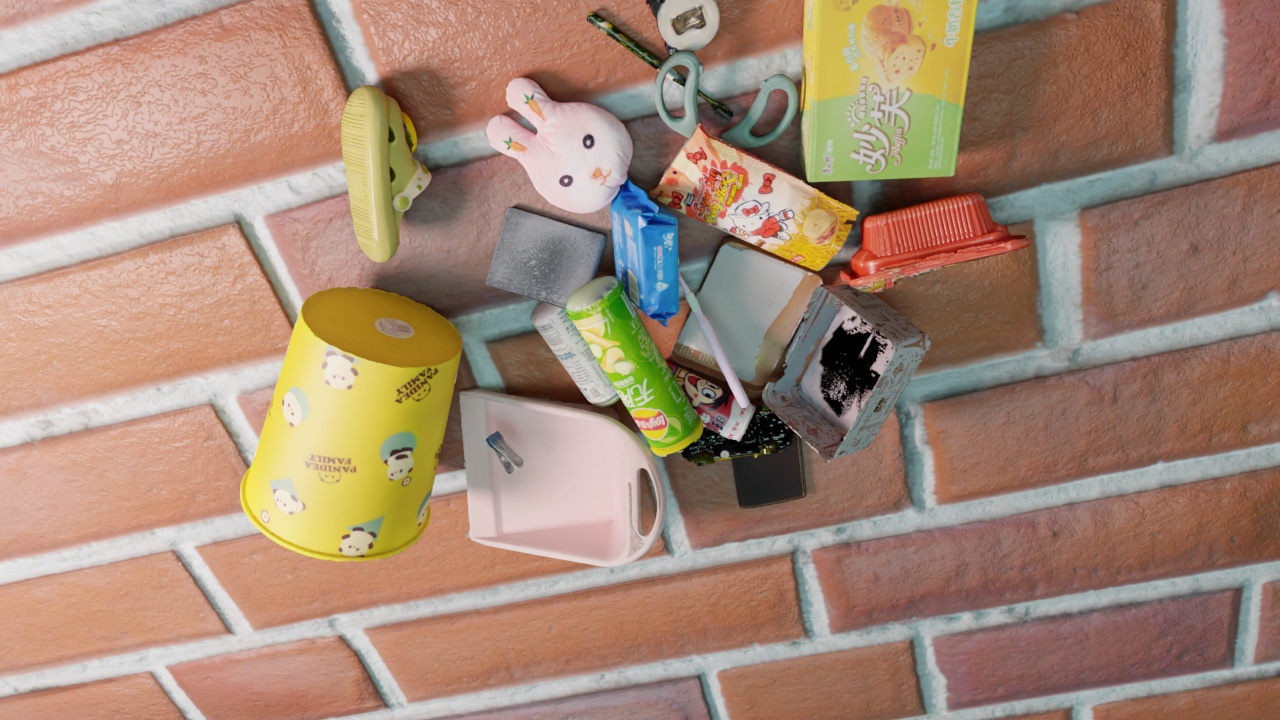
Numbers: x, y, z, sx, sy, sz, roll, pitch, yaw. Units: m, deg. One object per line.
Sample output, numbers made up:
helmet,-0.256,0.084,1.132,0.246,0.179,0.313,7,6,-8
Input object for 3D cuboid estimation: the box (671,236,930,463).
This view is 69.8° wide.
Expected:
box,0.186,-0.019,1.094,0.274,0.124,0.179,31,121,14

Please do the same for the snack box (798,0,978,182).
snack box,0.248,-0.293,0.936,0.158,0.070,0.210,-2,121,2

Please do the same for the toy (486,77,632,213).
toy,-0.087,-0.231,0.994,0.159,0.054,0.121,29,118,-7

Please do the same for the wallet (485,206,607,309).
wallet,-0.108,-0.116,1.056,0.121,0.019,0.097,17,84,-8

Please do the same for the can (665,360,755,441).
can,0.073,0.050,1.140,0.133,0.053,0.053,26,120,5

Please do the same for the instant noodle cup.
instant noodle cup,0.310,-0.132,0.996,0.189,0.164,0.079,-12,97,8

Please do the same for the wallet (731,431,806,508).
wallet,0.172,0.143,1.236,0.096,0.020,0.122,-10,120,3

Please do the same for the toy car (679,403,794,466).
toy car,0.122,0.094,1.182,0.156,0.041,0.071,-9,84,9

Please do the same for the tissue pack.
tissue pack,0.008,-0.122,1.033,0.052,0.095,0.157,-16,124,-18

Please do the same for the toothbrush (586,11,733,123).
toothbrush,0.022,-0.306,0.963,0.185,0.017,0.012,31,133,-17

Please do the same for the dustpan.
dustpan,-0.107,0.154,1.157,0.273,0.138,0.223,-4,107,0

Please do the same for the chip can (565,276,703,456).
chip can,-0.006,0.006,1.056,0.073,0.072,0.221,-24,115,15

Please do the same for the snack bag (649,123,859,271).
snack bag,0.124,-0.174,1.007,0.207,0.073,0.129,21,151,-14

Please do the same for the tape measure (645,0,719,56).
tape measure,0.047,-0.348,0.928,0.066,0.033,0.066,-21,121,14

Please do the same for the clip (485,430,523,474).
clip,-0.172,0.116,1.161,0.030,0.024,0.057,-32,94,35

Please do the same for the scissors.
scissors,0.070,-0.260,0.969,0.179,0.019,0.173,30,134,-24

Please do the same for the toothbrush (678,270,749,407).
toothbrush,0.080,-0.027,1.084,0.021,0.029,0.189,-29,91,-7

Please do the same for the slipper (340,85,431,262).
slipper,-0.276,-0.204,1.005,0.081,0.092,0.191,-15,119,-37

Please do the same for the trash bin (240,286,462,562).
trash bin,-0.333,0.066,1.090,0.229,0.229,0.256,17,114,-9

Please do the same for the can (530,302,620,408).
can,-0.073,-0.012,1.122,0.058,0.058,0.147,-26,118,16
